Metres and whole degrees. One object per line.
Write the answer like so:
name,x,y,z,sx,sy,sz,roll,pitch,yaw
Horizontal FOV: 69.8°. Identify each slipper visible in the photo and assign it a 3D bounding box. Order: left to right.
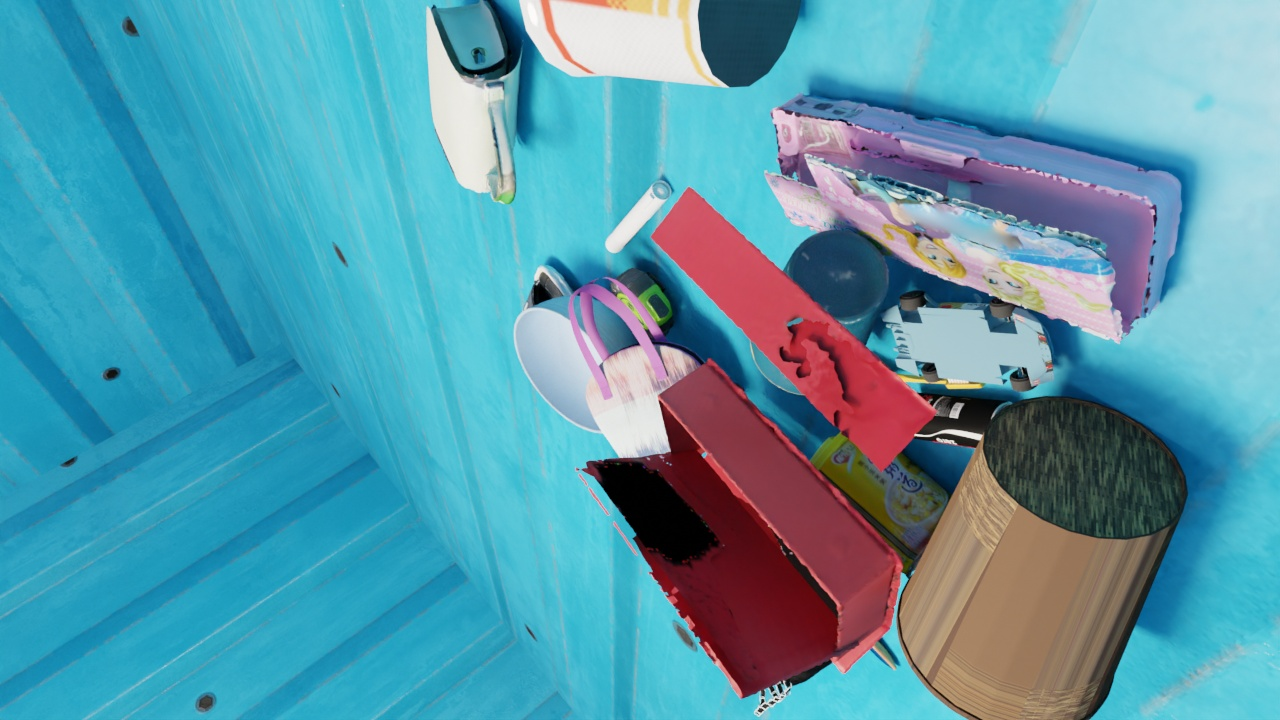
slipper,-0.109,-0.010,1.078,0.111,0.063,0.264,50,157,14

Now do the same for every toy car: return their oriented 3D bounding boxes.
toy car,0.197,-0.015,0.540,0.108,0.027,0.060,8,128,54

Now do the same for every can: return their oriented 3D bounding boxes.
can,0.178,0.099,0.671,0.105,0.067,0.068,43,153,26
can,0.203,0.039,0.591,0.081,0.031,0.031,5,125,60

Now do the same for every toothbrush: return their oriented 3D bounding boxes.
toothbrush,0.197,0.241,0.873,0.135,0.017,0.021,53,173,8
toothbrush,0.157,0.011,0.648,0.197,0.031,0.031,3,127,56

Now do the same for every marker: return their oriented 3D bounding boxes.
marker,-0.006,-0.120,0.794,0.017,0.020,0.134,54,156,0

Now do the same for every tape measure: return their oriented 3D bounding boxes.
tape measure,0.005,-0.055,0.840,0.065,0.035,0.059,48,164,10

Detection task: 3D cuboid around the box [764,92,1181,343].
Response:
box,0.156,-0.078,0.493,0.230,0.063,0.085,31,146,43

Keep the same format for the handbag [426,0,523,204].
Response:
handbag,-0.134,-0.215,0.826,0.152,0.074,0.176,106,145,-57

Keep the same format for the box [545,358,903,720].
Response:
box,0.055,0.214,0.761,0.213,0.127,0.427,49,135,32

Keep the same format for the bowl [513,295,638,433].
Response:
bowl,-0.050,-0.007,0.938,0.151,0.074,0.151,30,141,27

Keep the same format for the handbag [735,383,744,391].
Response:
handbag,0.055,0.027,0.866,0.120,0.029,0.055,0,126,56

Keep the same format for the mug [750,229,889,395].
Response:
mug,0.114,-0.031,0.579,0.078,0.078,0.121,50,170,14

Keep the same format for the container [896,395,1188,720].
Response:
container,0.230,0.116,0.532,0.132,0.132,0.168,38,145,35

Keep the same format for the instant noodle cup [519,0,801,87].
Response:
instant noodle cup,0.016,-0.216,0.526,0.121,0.123,0.123,27,144,35

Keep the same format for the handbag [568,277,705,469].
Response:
handbag,-0.005,0.005,0.820,0.145,0.067,0.170,-21,103,40
